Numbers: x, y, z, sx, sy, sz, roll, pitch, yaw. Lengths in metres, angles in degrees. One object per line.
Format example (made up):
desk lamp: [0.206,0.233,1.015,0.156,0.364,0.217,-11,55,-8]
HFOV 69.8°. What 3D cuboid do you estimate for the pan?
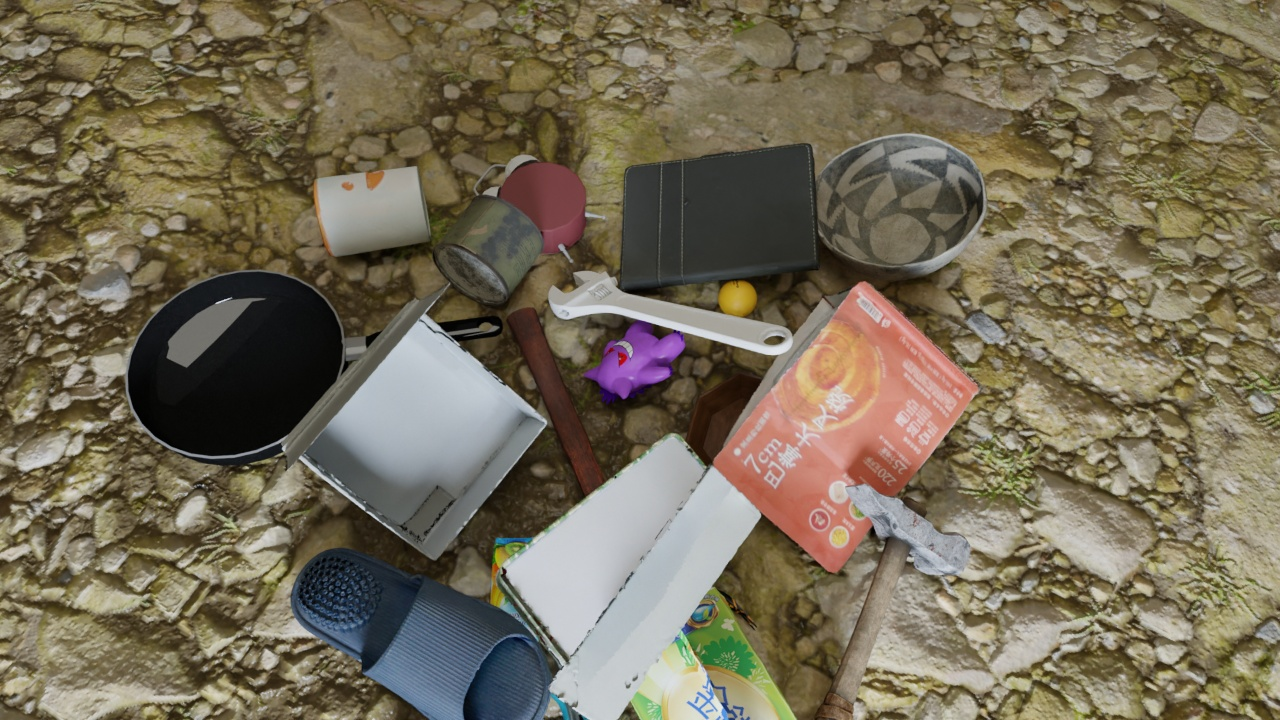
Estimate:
pan: [-0.313,-0.004,0.903,0.355,0.044,0.203,-8,63,-6]

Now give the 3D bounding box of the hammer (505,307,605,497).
hammer: [-0.064,0.074,0.882,0.111,0.028,0.300,-20,65,-11]

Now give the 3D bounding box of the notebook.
notebook: [0.082,-0.155,0.978,0.209,0.029,0.169,-3,60,12]

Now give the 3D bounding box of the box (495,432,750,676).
box: [-0.013,0.164,0.791,0.205,0.050,0.117,-38,81,-22]

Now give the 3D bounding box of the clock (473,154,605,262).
clock: [-0.114,-0.170,0.994,0.137,0.048,0.096,28,65,12]

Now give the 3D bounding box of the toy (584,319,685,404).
toy: [-0.006,0.005,0.904,0.088,0.056,0.106,-32,34,-23]

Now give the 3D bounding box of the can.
can: [-0.155,-0.113,0.940,0.090,0.090,0.074,26,64,11]

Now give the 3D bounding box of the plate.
plate: [0.109,0.076,0.889,0.131,0.025,0.131,1,63,-2]

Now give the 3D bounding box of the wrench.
wrench: [0.023,-0.045,0.894,0.274,0.018,0.066,16,49,32]

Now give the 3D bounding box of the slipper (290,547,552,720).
slipper: [-0.189,0.216,0.746,0.264,0.082,0.101,20,63,24]

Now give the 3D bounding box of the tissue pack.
tissue pack: [0.061,0.272,0.680,0.120,0.141,0.197,-34,64,-11]

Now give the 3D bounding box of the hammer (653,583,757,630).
hammer: [0.049,0.340,0.747,0.123,0.036,0.320,-2,60,-4]

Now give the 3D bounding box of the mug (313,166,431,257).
mug: [-0.279,-0.157,0.962,0.105,0.082,0.082,-10,63,-8]

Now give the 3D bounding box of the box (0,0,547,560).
box: [-0.234,-0.019,0.654,0.173,0.513,0.166,31,75,24]

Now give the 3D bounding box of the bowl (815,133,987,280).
bowl: [0.274,-0.150,0.978,0.179,0.081,0.178,-8,59,14]

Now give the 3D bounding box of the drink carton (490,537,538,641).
drink carton: [-0.109,0.219,0.798,0.044,0.039,0.128,0,63,-7]

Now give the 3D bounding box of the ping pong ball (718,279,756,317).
ping pong ball: [0.101,-0.064,0.953,0.040,0.040,0.040,1,62,-2]

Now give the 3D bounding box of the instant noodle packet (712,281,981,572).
instant noodle packet: [0.186,0.063,0.848,0.164,0.084,0.220,41,73,-12]

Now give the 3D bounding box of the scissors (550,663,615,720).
scissors: [-0.043,0.295,0.772,0.144,0.019,0.126,22,69,16]

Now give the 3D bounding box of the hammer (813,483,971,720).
hammer: [0.178,0.259,0.776,0.121,0.049,0.318,32,70,-12]
